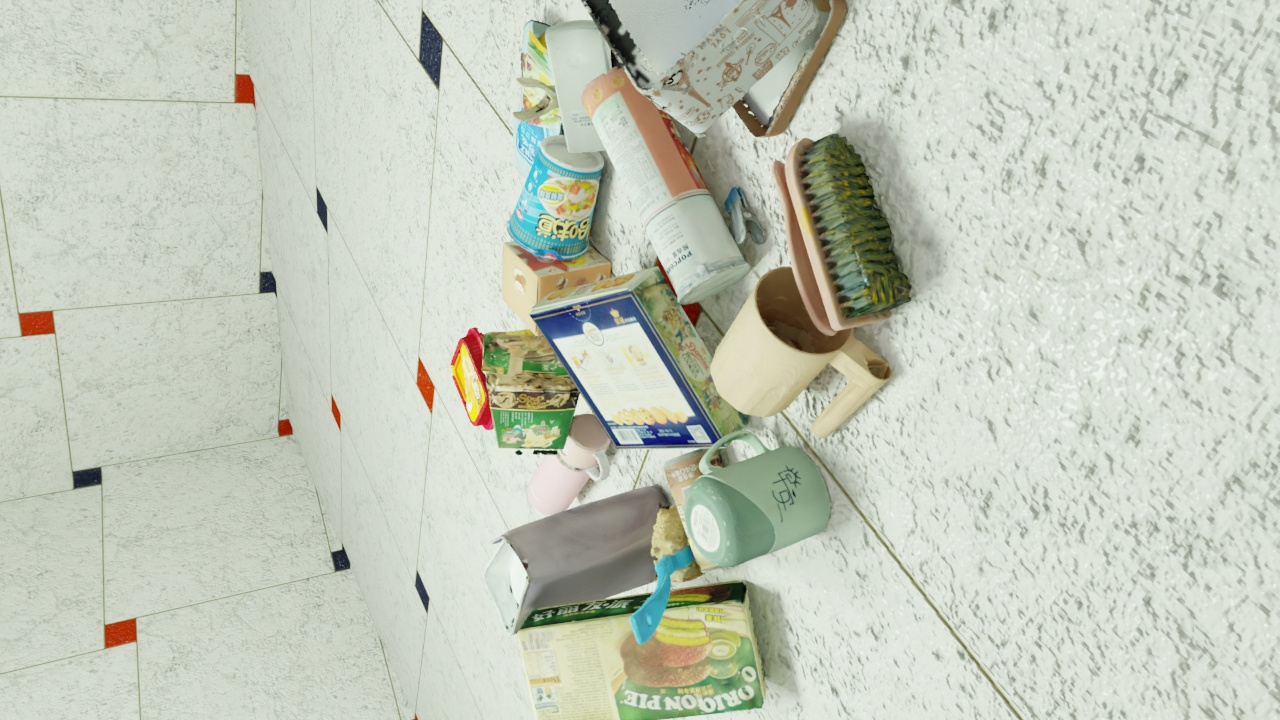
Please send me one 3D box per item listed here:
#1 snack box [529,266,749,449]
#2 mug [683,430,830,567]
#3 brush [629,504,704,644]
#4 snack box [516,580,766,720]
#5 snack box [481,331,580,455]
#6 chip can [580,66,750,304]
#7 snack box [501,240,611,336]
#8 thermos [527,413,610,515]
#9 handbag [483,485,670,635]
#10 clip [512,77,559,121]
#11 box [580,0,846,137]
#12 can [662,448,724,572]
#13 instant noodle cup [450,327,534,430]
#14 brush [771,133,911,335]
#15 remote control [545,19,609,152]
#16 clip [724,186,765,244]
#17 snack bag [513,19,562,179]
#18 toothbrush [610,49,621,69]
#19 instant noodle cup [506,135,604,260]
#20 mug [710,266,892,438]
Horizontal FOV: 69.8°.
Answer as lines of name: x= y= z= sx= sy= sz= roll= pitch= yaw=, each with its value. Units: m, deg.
snack box: x=-0.005 y=0.005 z=0.905 sx=0.178 sy=0.045 sz=0.182 roll=-7 pitch=119 yaw=53
mug: x=0.093 y=0.117 z=0.810 sx=0.111 sy=0.106 sz=0.082 roll=66 pitch=151 yaw=18
brush: x=0.026 y=0.204 z=0.882 sx=0.254 sy=0.046 sz=0.083 roll=-37 pitch=-72 yaw=-76
snack box: x=0.001 y=0.304 z=0.943 sx=0.063 sy=0.240 sz=0.114 roll=-41 pitch=-61 yaw=-78
snack box: x=-0.128 y=0.040 z=1.077 sx=0.117 sy=0.118 sz=0.106 roll=-99 pitch=14 yaw=-55
chip can: x=0.020 y=-0.160 z=0.828 sx=0.214 sy=0.071 sz=0.071 roll=64 pitch=150 yaw=10
snack box: x=-0.098 y=-0.091 z=1.059 sx=0.093 sy=0.094 sz=0.077 roll=44 pitch=138 yaw=43
thermos: x=-0.087 y=0.142 z=1.180 sx=0.087 sy=0.067 sz=0.199 roll=60 pitch=147 yaw=17
handbag: x=-0.069 y=0.219 z=1.048 sx=0.098 sy=0.196 sz=0.145 roll=61 pitch=147 yaw=25
clip: x=-0.080 y=-0.279 z=0.936 sx=0.034 sy=0.103 sz=0.076 roll=54 pitch=134 yaw=37
box: x=0.060 y=-0.278 z=0.712 sx=0.149 sy=0.158 sz=0.181 roll=-38 pitch=60 yaw=21
can: x=0.067 y=0.148 z=0.918 sx=0.059 sy=0.058 sz=0.116 roll=-34 pitch=73 yaw=60
instant noodle cup: x=-0.169 y=0.015 z=1.201 sx=0.116 sy=0.123 sz=0.116 roll=65 pitch=150 yaw=19
brush: x=0.139 y=-0.094 z=0.676 sx=0.073 sy=0.063 sz=0.145 roll=-25 pitch=80 yaw=50
remote control: x=-0.056 y=-0.269 z=0.909 sx=0.135 sy=0.056 sz=0.019 roll=80 pitch=-172 yaw=-45
clip: x=0.090 y=-0.125 z=0.799 sx=0.024 sy=0.027 sz=0.056 roll=-61 pitch=41 yaw=49
snack bag: x=-0.114 y=-0.282 z=1.058 sx=0.110 sy=0.038 sz=0.191 roll=44 pitch=141 yaw=26
toothbrush: x=-0.016 y=-0.286 z=0.896 sx=0.027 sy=0.026 sz=0.212 roll=-29 pitch=78 yaw=62
instant noodle cup: x=-0.087 y=-0.182 z=1.010 sx=0.099 sy=0.099 sz=0.110 roll=53 pitch=136 yaw=34
mug: x=0.126 y=0.000 z=0.741 sx=0.124 sy=0.084 sz=0.104 roll=39 pitch=144 yaw=7
